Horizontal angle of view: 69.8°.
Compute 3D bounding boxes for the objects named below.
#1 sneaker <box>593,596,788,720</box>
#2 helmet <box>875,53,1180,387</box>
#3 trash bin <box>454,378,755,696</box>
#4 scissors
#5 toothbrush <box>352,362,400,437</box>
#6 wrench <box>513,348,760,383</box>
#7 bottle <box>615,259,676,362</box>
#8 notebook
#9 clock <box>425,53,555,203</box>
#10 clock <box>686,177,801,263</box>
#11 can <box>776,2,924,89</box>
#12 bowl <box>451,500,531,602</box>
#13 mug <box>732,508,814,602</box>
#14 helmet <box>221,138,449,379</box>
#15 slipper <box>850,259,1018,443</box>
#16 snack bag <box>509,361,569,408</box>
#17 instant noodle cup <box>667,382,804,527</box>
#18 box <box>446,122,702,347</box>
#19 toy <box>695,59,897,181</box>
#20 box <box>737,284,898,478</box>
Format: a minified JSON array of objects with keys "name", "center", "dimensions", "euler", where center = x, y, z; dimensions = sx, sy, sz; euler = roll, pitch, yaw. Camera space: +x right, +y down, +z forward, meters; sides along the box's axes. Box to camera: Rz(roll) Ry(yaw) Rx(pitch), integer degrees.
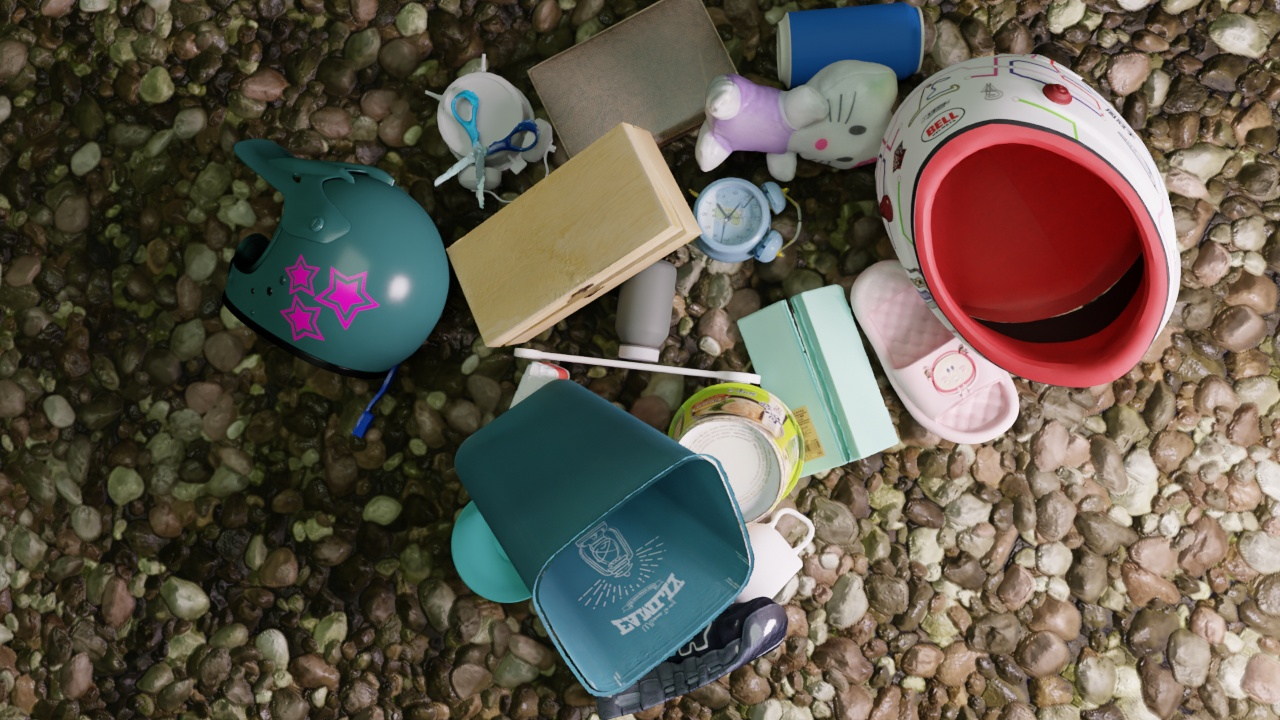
[{"name":"sneaker","center":[0.033,0.258,0.935],"dimensions":[0.253,0.097,0.150],"euler":[-36,69,33]},{"name":"helmet","center":[0.365,-0.140,0.878],"dimensions":[0.232,0.235,0.314],"euler":[-34,92,29]},{"name":"trash bin","center":[-0.046,0.144,0.854],"dimensions":[0.196,0.199,0.219],"euler":[-34,39,-17]},{"name":"scissors","center":[-0.165,-0.229,0.991],"dimensions":[0.127,0.014,0.127],"euler":[0,92,4]},{"name":"toothbrush","center":[-0.277,0.005,1.046],"dimensions":[0.011,0.016,0.186],"euler":[29,88,5]},{"name":"wrench","center":[-0.006,0.006,1.005],"dimensions":[0.273,0.047,0.009],"euler":[6,87,8]},{"name":"bottle","center":[0.004,-0.055,0.997],"dimensions":[0.060,0.060,0.108],"euler":[7,87,6]},{"name":"notebook","center":[0.009,-0.289,1.023],"dimensions":[0.215,0.034,0.190],"euler":[-26,86,4]},{"name":"clock","center":[-0.163,-0.250,1.030],"dimensions":[0.120,0.061,0.159],"euler":[-31,89,4]},{"name":"clock","center":[0.112,-0.152,0.996],"dimensions":[0.124,0.051,0.088],"euler":[5,85,6]},{"name":"can","center":[0.221,-0.336,0.981],"dimensions":[0.146,0.079,0.079],"euler":[-3,86,6]},{"name":"bowl","center":[-0.141,0.199,1.003],"dimensions":[0.121,0.046,0.121],"euler":[0,87,6]},{"name":"mug","center":[0.128,0.202,0.959],"dimensions":[0.123,0.090,0.076],"euler":[-43,73,-16]},{"name":"helmet","center":[-0.328,-0.118,0.980],"dimensions":[0.275,0.176,0.200],"euler":[29,99,20]},{"name":"slipper","center":[0.305,-0.009,0.967],"dimensions":[0.107,0.055,0.221],"euler":[-37,83,5]},{"name":"snack bag","center":[-0.108,0.041,0.976],"dimensions":[0.036,0.116,0.077],"euler":[22,90,2]},{"name":"instant noodle cup","center":[0.093,0.101,0.944],"dimensions":[0.146,0.097,0.146],"euler":[2,101,12]},{"name":"box","center":[-0.077,-0.125,0.955],"dimensions":[0.250,0.091,0.128],"euler":[-29,87,25]},{"name":"toy","center":[0.163,-0.251,0.954],"dimensions":[0.209,0.138,0.085],"euler":[-2,60,-6]},{"name":"box","center":[0.191,0.022,0.989],"dimensions":[0.113,0.078,0.187],"euler":[-25,82,33]}]
